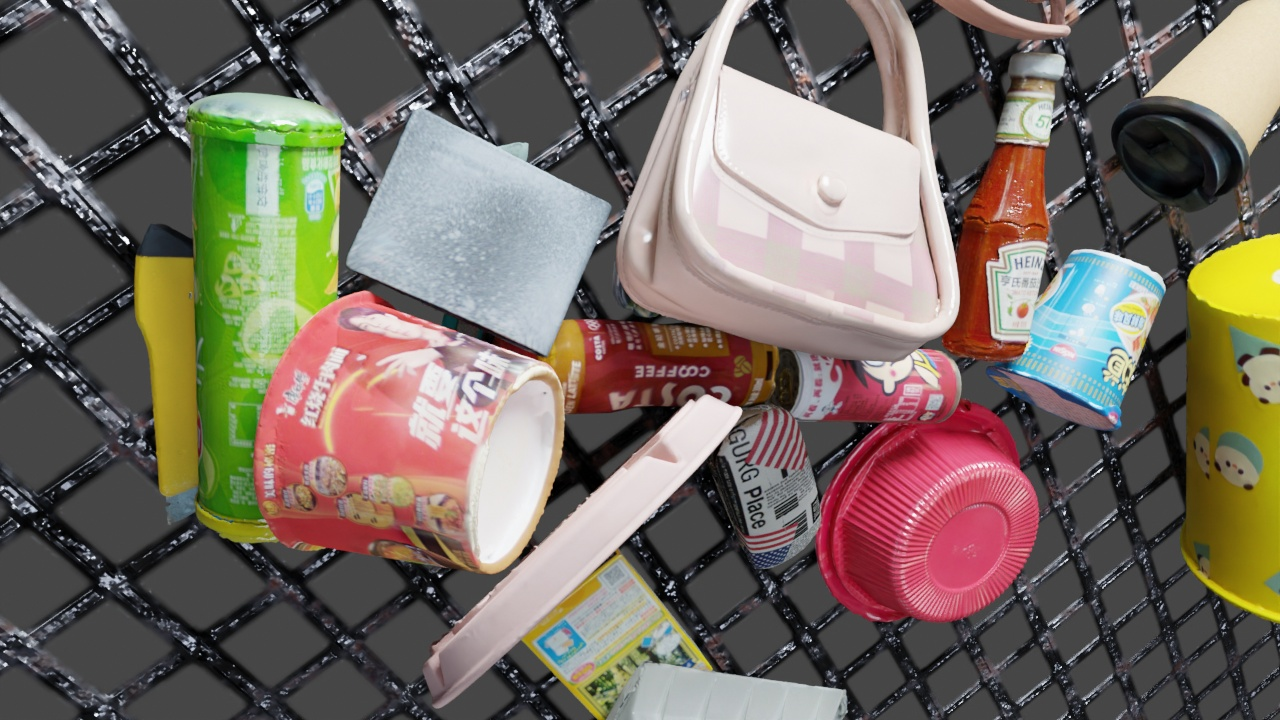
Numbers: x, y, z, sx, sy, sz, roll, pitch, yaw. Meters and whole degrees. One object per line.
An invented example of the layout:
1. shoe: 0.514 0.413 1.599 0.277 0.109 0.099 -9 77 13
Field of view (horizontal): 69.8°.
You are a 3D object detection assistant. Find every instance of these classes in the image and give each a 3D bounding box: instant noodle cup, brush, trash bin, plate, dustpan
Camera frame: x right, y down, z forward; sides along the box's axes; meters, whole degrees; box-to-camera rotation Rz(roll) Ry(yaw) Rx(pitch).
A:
1. instant noodle cup: 0.328 -0.018 0.678 0.099 0.099 0.110 30 87 -29
2. brush: 0.211 -0.243 0.557 0.145 0.063 0.073 5 97 -23
3. instant noodle cup: -0.108 0.041 0.468 0.109 0.137 0.138 12 108 15
4. trash bin: 0.547 0.044 0.722 0.229 0.229 0.255 -23 111 -13
5. instant noodle cup: 0.233 0.130 0.705 0.193 0.066 0.194 -8 113 -20
6. plate: -0.034 0.098 0.511 0.229 0.229 0.028 -44 86 -3
7. dustpan: 0.016 0.362 0.715 0.222 0.143 0.257 21 75 -34

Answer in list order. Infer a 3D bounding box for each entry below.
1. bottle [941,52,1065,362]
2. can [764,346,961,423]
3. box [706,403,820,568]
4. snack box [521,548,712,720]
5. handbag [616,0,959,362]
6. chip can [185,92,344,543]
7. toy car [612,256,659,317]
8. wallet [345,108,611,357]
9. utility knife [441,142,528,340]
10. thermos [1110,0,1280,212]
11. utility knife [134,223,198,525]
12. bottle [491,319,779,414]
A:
1. bottle: 0.253 -0.103 0.630 0.059 0.060 0.206 0 105 -23
2. can: 0.152 0.016 0.635 0.132 0.053 0.053 3 108 -23
3. box: 0.085 0.087 0.628 0.068 0.051 0.164 -17 134 2
4. snack box: -0.018 0.198 0.645 0.087 0.034 0.140 -38 117 -6
5. handbag: 0.098 -0.125 0.536 0.193 0.093 0.234 15 80 -25
6. chip can: -0.191 -0.021 0.468 0.072 0.072 0.221 0 109 -23
7. toy car: 0.025 -0.052 0.568 0.090 0.034 0.043 -6 109 -22
8. wallet: -0.086 -0.069 0.500 0.120 0.019 0.097 25 79 -18
9. utility knife: -0.102 -0.022 0.538 0.029 0.013 0.218 10 105 -23
10. thermos: 0.409 -0.184 0.652 0.143 0.093 0.093 -48 119 -9
11. utility knife: -0.248 0.011 0.489 0.033 0.015 0.172 1 110 -17
12. bottle: -0.003 0.003 0.563 0.174 0.057 0.057 -1 109 -22
